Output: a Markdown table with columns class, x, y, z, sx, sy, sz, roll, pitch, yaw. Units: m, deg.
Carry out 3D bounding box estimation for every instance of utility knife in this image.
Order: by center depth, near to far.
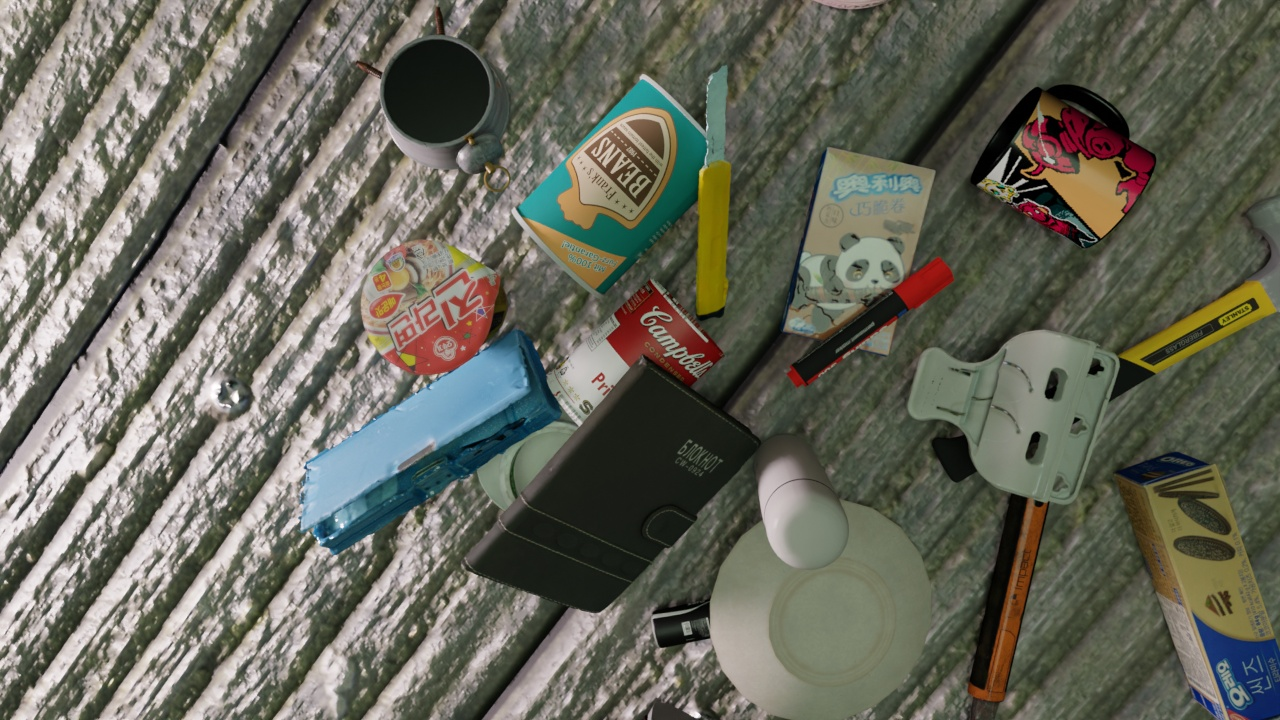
| class | x | y | z | sx | sy | sz | roll | pitch | yaw |
| --- | --- | --- | --- | --- | --- | --- | --- | --- | --- |
| utility knife | 0.057 | -0.116 | 0.692 | 0.030 | 0.218 | 0.019 | -25 | 49 | -24 |

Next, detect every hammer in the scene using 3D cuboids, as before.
| class | x | y | z | sx | sy | sz | roll | pitch | yaw |
| --- | --- | --- | --- | --- | --- | --- | --- | --- | --- |
| hammer | 0.386 | 0.007 | 0.727 | 0.324 | 0.029 | 0.127 | -31 | 91 | 8 |
| hammer | 0.301 | 0.254 | 0.751 | 0.138 | 0.035 | 0.314 | 11 | 95 | 5 |

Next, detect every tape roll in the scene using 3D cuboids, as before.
| class | x | y | z | sx | sy | sz | roll | pitch | yaw |
| --- | --- | --- | --- | --- | --- | --- | --- | --- | --- |
| tape roll | -0.069 | 0.095 | 0.754 | 0.094 | 0.018 | 0.094 | 0 | 94 | 6 |

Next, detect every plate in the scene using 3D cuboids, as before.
| class | x | y | z | sx | sy | sz | roll | pitch | yaw |
| --- | --- | --- | --- | --- | --- | --- | --- | --- | --- |
| plate | 0.152 | 0.208 | 0.746 | 0.188 | 0.027 | 0.189 | -1 | 95 | -7 |
| plate | -0.086 | 0.082 | 0.778 | 0.104 | 0.026 | 0.104 | 0 | 94 | 6 |

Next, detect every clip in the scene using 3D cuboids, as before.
| class | x | y | z | sx | sy | sz | roll | pitch | yaw |
| --- | --- | --- | --- | --- | --- | --- | --- | --- | --- |
| clip | 0.279 | 0.034 | 0.691 | 0.152 | 0.099 | 0.126 | 17 | 91 | 0 |

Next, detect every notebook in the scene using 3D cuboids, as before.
| class | x | y | z | sx | sy | sz | roll | pitch | yaw |
| --- | --- | --- | --- | --- | --- | --- | --- | --- | --- |
| notebook | -0.015 | 0.109 | 0.725 | 0.209 | 0.029 | 0.169 | -47 | 134 | 9 |

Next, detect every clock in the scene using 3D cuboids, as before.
| class | x | y | z | sx | sy | sz | roll | pitch | yaw |
| --- | --- | --- | --- | --- | --- | --- | --- | --- | --- |
| clock | -0.152 | -0.200 | 0.745 | 0.104 | 0.056 | 0.148 | -35 | 86 | -2 |

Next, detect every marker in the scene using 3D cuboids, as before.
| class | x | y | z | sx | sy | sz | roll | pitch | yaw |
| --- | --- | --- | --- | --- | --- | --- | --- | --- | --- |
| marker | 0.177 | -0.027 | 0.711 | 0.145 | 0.021 | 0.023 | -37 | 122 | 7 |

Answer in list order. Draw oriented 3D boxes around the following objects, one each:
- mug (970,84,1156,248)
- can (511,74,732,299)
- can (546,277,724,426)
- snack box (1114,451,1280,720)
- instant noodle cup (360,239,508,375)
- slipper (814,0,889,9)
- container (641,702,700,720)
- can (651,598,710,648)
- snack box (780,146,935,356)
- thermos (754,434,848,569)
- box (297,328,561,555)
| class | x | y | z | sx | sy | sz | roll | pitch | yaw |
| --- | --- | --- | --- | --- | --- | --- | --- | --- | --- |
| mug | 0.325 | -0.159 | 0.698 | 0.098 | 0.082 | 0.117 | 31 | 69 | 2 |
| can | -0.015 | -0.133 | 0.716 | 0.144 | 0.099 | 0.099 | -45 | 90 | 7 |
| can | -0.004 | 0.004 | 0.733 | 0.116 | 0.086 | 0.086 | -43 | 90 | 7 |
| snack box | 0.443 | 0.178 | 0.720 | 0.057 | 0.056 | 0.207 | -21 | 93 | 6 |
| instant noodle cup | -0.154 | -0.043 | 0.730 | 0.100 | 0.112 | 0.100 | 0 | 95 | 5 |
| slipper | 0.111 | -0.349 | 0.704 | 0.239 | 0.064 | 0.094 | 26 | 97 | 4 |
| container | 0.046 | 0.451 | 0.690 | 0.247 | 0.245 | 0.243 | 27 | 93 | 3 |
| can | 0.052 | 0.219 | 0.773 | 0.080 | 0.031 | 0.031 | -14 | 93 | 6 |
| snack box | 0.172 | -0.086 | 0.734 | 0.087 | 0.034 | 0.151 | 13 | 96 | 3 |
| thermos | 0.112 | 0.096 | 0.660 | 0.052 | 0.224 | 0.052 | 0 | 95 | 5 |
| box | -0.181 | 0.063 | 0.752 | 0.232 | 0.054 | 0.093 | -31 | 56 | 10 |
